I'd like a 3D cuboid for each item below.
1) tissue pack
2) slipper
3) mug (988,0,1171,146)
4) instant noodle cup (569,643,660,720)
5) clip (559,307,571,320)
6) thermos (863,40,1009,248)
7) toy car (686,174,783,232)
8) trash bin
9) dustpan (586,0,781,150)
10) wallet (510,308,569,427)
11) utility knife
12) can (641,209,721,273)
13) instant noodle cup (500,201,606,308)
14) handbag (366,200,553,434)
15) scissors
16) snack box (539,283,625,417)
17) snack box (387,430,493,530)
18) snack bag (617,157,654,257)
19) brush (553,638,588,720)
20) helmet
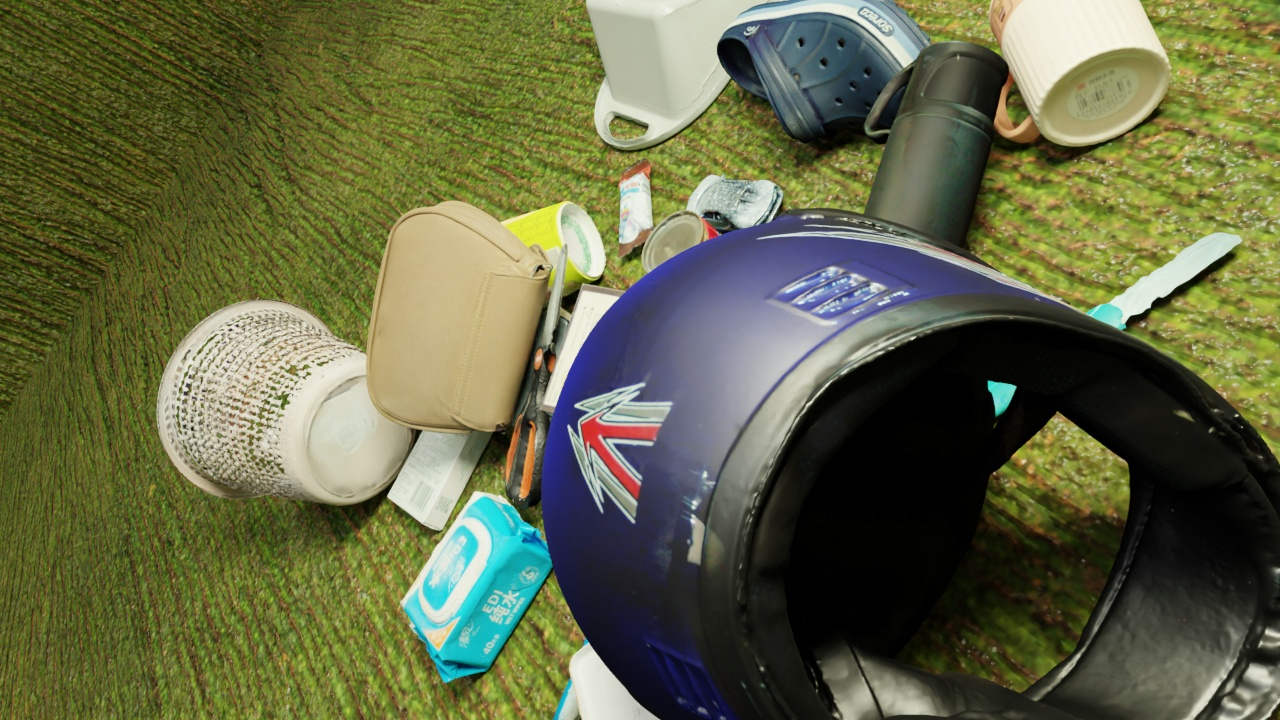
[{"bbox_3d":[-0.137,0.184,0.761,0.140,0.063,0.090,-57,39,-1],"label":"tissue pack"},{"bbox_3d":[0.133,-0.230,0.734,0.095,0.105,0.253,-49,37,-3],"label":"slipper"},{"bbox_3d":[0.273,-0.194,0.598,0.115,0.081,0.105,126,149,-48],"label":"mug"},{"bbox_3d":[0.033,0.198,0.529,0.116,0.124,0.116,-41,41,17],"label":"instant noodle cup"},{"bbox_3d":[-0.041,-0.016,0.817,0.035,0.074,0.100,-54,41,2],"label":"clip"},{"bbox_3d":[0.168,-0.081,0.600,0.090,0.068,0.242,10,80,51],"label":"thermos"},{"bbox_3d":[0.076,-0.135,0.788,0.106,0.031,0.049,18,77,51],"label":"toy car"},{"bbox_3d":[-0.354,0.058,0.972,0.192,0.227,0.227,12,72,36],"label":"trash bin"},{"bbox_3d":[0.056,-0.343,0.969,0.257,0.143,0.223,-31,36,-16],"label":"dustpan"},{"bbox_3d":[-0.097,0.011,0.841,0.097,0.019,0.121,26,110,50],"label":"wallet"},{"bbox_3d":[0.245,-0.002,0.538,0.220,0.013,0.029,-40,40,22],"label":"utility knife"},{"bbox_3d":[0.063,-0.051,0.663,0.053,0.132,0.053,-26,48,32],"label":"can"},{"bbox_3d":[-0.104,-0.097,0.896,0.124,0.111,0.111,-19,51,26],"label":"instant noodle cup"},{"bbox_3d":[-0.161,-0.035,0.820,0.148,0.099,0.205,23,112,11],"label":"handbag"},{"bbox_3d":[-0.093,0.011,0.802,0.139,0.021,0.234,149,126,-62],"label":"scissors"},{"bbox_3d":[-0.004,0.004,0.734,0.126,0.053,0.113,12,75,23],"label":"snack box"},{"bbox_3d":[-0.189,0.083,0.912,0.085,0.027,0.156,17,77,50],"label":"snack box"},{"bbox_3d":[-0.005,-0.146,0.882,0.045,0.026,0.105,-24,51,29],"label":"snack bag"},{"bbox_3d":[-0.019,0.116,0.656,0.109,0.060,0.315,34,98,25],"label":"brush"},{"bbox_3d":[0.107,0.066,0.438,0.240,0.315,0.247,23,94,69],"label":"helmet"}]
